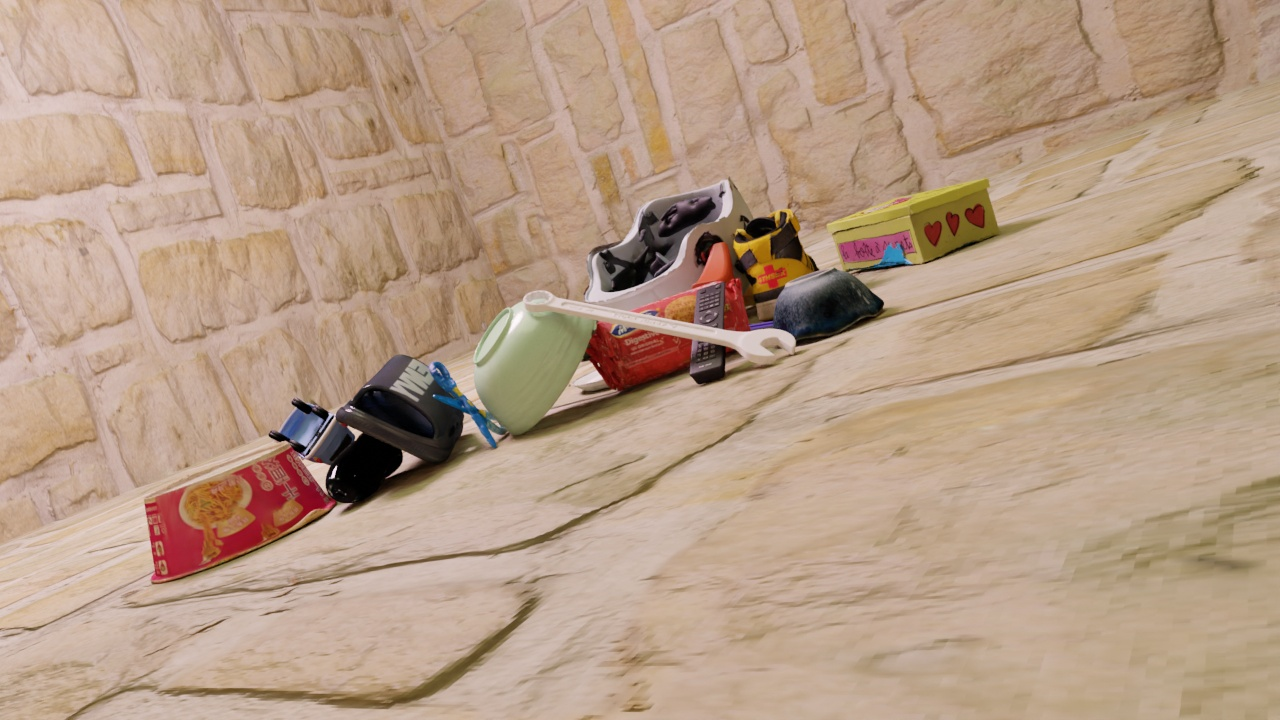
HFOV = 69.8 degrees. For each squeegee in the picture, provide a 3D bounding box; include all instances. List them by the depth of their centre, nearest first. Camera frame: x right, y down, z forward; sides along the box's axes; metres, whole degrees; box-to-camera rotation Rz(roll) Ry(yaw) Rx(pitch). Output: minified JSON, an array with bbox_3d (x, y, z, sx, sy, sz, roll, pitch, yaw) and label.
[{"bbox_3d":[0.085,-0.075,1.073,0.250,0.055,0.184,-9,42,21],"label":"squeegee"}]

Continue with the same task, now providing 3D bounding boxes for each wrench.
[{"bbox_3d":[0.010,-0.034,0.852,0.274,0.009,0.047,12,37,23],"label":"wrench"}]

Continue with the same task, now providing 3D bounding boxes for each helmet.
[{"bbox_3d":[0.055,-0.119,1.268,0.237,0.164,0.263,-9,35,49],"label":"helmet"}]

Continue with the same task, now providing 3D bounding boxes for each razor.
[{"bbox_3d":[-0.278,0.110,0.912,0.064,0.053,0.140,-56,5,13],"label":"razor"}]

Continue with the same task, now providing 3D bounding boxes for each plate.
[{"bbox_3d":[-0.006,0.006,1.083,0.157,0.014,0.157,-19,6,2],"label":"plate"}]

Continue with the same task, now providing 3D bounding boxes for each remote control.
[{"bbox_3d":[0.066,-0.028,0.867,0.032,0.015,0.136,-17,35,19],"label":"remote control"}]

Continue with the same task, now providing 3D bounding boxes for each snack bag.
[{"bbox_3d":[0.031,-0.024,0.954,0.176,0.082,0.082,-20,6,2],"label":"snack bag"}]

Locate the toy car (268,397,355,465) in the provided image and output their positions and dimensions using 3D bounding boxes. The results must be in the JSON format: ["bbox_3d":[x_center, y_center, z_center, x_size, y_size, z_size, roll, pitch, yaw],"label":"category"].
[{"bbox_3d":[-0.354,0.079,0.992,0.154,0.055,0.056,6,61,55],"label":"toy car"}]

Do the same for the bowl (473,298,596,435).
[{"bbox_3d":[-0.120,-0.006,0.935,0.151,0.077,0.150,-46,23,26],"label":"bowl"}]

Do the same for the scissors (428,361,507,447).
[{"bbox_3d":[-0.175,0.048,0.931,0.014,0.125,0.130,-46,-35,10],"label":"scissors"}]

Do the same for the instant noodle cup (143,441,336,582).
[{"bbox_3d":[-0.395,0.138,0.888,0.178,0.077,0.178,-20,6,2],"label":"instant noodle cup"}]

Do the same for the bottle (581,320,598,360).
[{"bbox_3d":[-0.016,-0.067,1.490,0.206,0.071,0.071,-21,6,-10],"label":"bottle"}]

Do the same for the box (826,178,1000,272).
[{"bbox_3d":[0.355,-0.176,1.213,0.124,0.082,0.221,-21,5,-11],"label":"box"}]

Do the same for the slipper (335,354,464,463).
[{"bbox_3d":[-0.231,0.045,0.972,0.083,0.110,0.268,-63,1,0],"label":"slipper"}]

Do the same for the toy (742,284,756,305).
[{"bbox_3d":[0.189,-0.119,1.356,0.106,0.067,0.137,-8,19,24],"label":"toy"}]

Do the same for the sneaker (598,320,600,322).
[{"bbox_3d":[0.040,-0.088,1.406,0.236,0.089,0.099,-20,6,2],"label":"sneaker"}]

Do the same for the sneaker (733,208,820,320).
[{"bbox_3d":[0.180,-0.131,1.187,0.086,0.122,0.238,-17,8,17],"label":"sneaker"}]

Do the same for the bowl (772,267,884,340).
[{"bbox_3d":[0.170,-0.056,0.875,0.110,0.055,0.110,-21,6,2],"label":"bowl"}]
